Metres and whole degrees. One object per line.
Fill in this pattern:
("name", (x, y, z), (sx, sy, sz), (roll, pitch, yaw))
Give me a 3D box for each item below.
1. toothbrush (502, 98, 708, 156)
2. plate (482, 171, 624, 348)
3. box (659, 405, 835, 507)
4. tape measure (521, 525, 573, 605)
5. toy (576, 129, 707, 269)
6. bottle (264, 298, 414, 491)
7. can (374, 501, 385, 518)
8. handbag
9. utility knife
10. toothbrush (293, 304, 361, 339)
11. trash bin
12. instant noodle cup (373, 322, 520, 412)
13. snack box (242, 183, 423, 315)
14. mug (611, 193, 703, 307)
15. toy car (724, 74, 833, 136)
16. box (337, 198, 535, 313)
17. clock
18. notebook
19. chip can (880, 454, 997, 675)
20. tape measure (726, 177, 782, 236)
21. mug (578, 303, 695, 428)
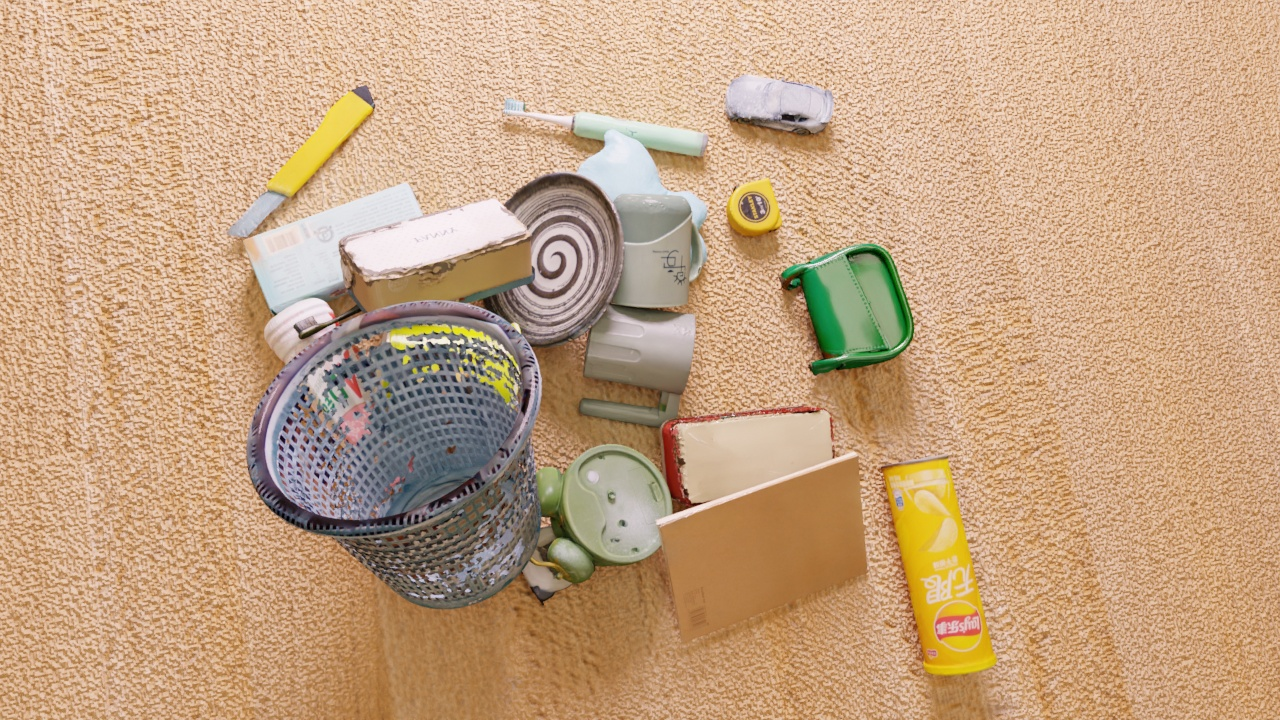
("toothbrush", (-0.037, -0.252, 0.995), (0.224, 0.026, 0.027), (8, 104, -6))
("plate", (-0.087, -0.099, 0.920), (0.180, 0.024, 0.179), (-6, 79, 31))
("box", (0.110, 0.092, 0.913), (0.168, 0.077, 0.091), (-5, 89, -17))
("tape measure", (-0.088, 0.196, 0.904), (0.065, 0.034, 0.066), (-31, 86, -14))
("toy", (-0.003, -0.162, 0.972), (0.156, 0.050, 0.161), (2, 89, -14))
("bottle", (-0.284, 0.036, 0.888), (0.068, 0.068, 0.197), (-34, 88, -12))
("can", (-0.185, 0.158, 0.886), (0.134, 0.053, 0.053), (-1, 80, -8))
("handbag", (0.220, -0.055, 0.980), (0.120, 0.068, 0.131), (-15, 83, -3))
("utility knife", (-0.348, -0.205, 0.946), (0.033, 0.015, 0.214), (37, 75, -1))
("toothbrush", (-0.255, -0.066, 0.900), (0.185, 0.012, 0.017), (-33, 76, -36))
("trash bin", (-0.175, 0.096, 0.761), (0.227, 0.195, 0.226), (-5, 48, 5))
("instant noodle cup", (-0.186, 0.010, 0.870), (0.123, 0.112, 0.111), (9, 78, -20))
("snack box", (-0.297, -0.110, 0.919), (0.174, 0.052, 0.074), (-23, 86, -11))
("mug", (0.020, -0.113, 0.925), (0.111, 0.082, 0.106), (-7, 105, -39))
("toy car", (0.155, -0.287, 1.024), (0.120, 0.037, 0.054), (8, 79, -4))
("box", (-0.184, -0.096, 0.869), (0.184, 0.061, 0.090), (-18, 43, -28))
("clock", (-0.046, 0.148, 0.882), (0.161, 0.056, 0.116), (-12, 73, -34))
("notebook", (0.126, 0.186, 0.905), (0.211, 0.012, 0.150), (-17, 117, -12))
("chip can", (0.304, 0.206, 0.937), (0.072, 0.072, 0.213), (-8, 81, -10))
("tape measure", (0.122, -0.164, 1.000), (0.057, 0.029, 0.060), (-16, 83, -11))
("mug", (-0.006, 0.005, 0.933), (0.103, 0.083, 0.124), (9, 104, -5))
